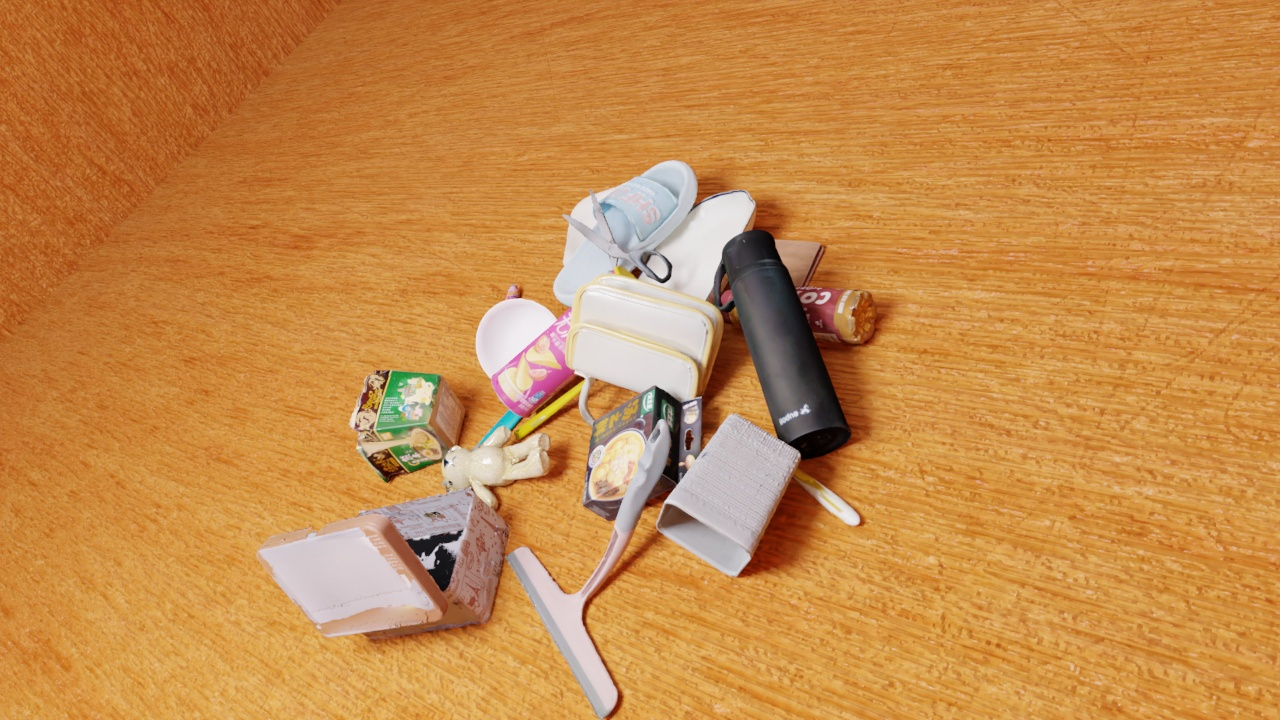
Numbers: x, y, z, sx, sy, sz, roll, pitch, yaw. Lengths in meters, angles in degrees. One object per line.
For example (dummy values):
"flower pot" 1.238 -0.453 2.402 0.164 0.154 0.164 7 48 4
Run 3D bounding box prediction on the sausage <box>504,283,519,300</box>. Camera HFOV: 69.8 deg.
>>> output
"sausage" -0.194 -0.052 1.295 0.020 0.020 0.155 -11 46 28

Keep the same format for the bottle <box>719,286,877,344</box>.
"bottle" 0.167 -0.053 1.005 0.175 0.057 0.057 8 56 40

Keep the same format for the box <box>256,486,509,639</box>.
"box" -0.275 0.202 0.970 0.183 0.193 0.156 -15 44 24

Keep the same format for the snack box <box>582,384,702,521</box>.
"snack box" 0.002 0.095 0.971 0.126 0.053 0.113 -34 35 34

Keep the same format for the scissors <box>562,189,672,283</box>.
"scissors" -0.032 -0.133 1.145 0.176 0.014 0.159 9 84 25

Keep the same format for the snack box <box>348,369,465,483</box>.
"snack box" -0.291 0.079 1.179 0.106 0.117 0.118 -6 50 15

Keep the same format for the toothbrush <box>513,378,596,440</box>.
"toothbrush" -0.084 0.037 1.096 0.190 0.016 0.015 -38 34 20

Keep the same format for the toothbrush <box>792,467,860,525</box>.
"toothbrush" 0.148 0.105 0.895 0.016 0.018 0.191 -43 40 -5

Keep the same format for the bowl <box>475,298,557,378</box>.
"bowl" -0.146 -0.023 1.185 0.118 0.118 0.064 -26 2 13

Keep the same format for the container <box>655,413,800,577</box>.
"container" 0.085 0.122 0.854 0.090 0.090 0.114 32 64 9

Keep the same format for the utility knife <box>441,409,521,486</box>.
"utility knife" -0.189 0.100 1.147 0.029 0.013 0.157 30 72 38

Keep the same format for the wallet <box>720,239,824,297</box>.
"wallet" 0.151 -0.104 1.098 0.115 0.020 0.101 6 57 36

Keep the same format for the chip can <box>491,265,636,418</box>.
"chip can" -0.082 -0.021 1.102 0.211 0.071 0.071 -39 38 14

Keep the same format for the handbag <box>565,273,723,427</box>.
"handbag" -0.006 0.006 1.020 0.163 0.179 0.063 18 18 14

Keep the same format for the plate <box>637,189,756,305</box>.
"plate" 0.059 -0.102 1.130 0.162 0.034 0.265 -7 47 48

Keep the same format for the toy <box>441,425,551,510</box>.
"toy" -0.168 0.120 1.072 0.158 0.066 0.105 -14 63 30

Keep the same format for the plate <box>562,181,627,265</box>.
"plate" -0.029 -0.190 1.297 0.164 0.034 0.164 -17 44 22

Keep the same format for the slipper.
"slipper" -0.030 -0.174 1.198 0.245 0.074 0.104 -49 44 -6

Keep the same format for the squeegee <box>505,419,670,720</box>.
"squeegee" -0.023 0.167 0.897 0.250 0.040 0.247 -63 36 13

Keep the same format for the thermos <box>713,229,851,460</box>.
"thermos" 0.135 -0.015 0.937 0.090 0.068 0.242 -40 51 35
